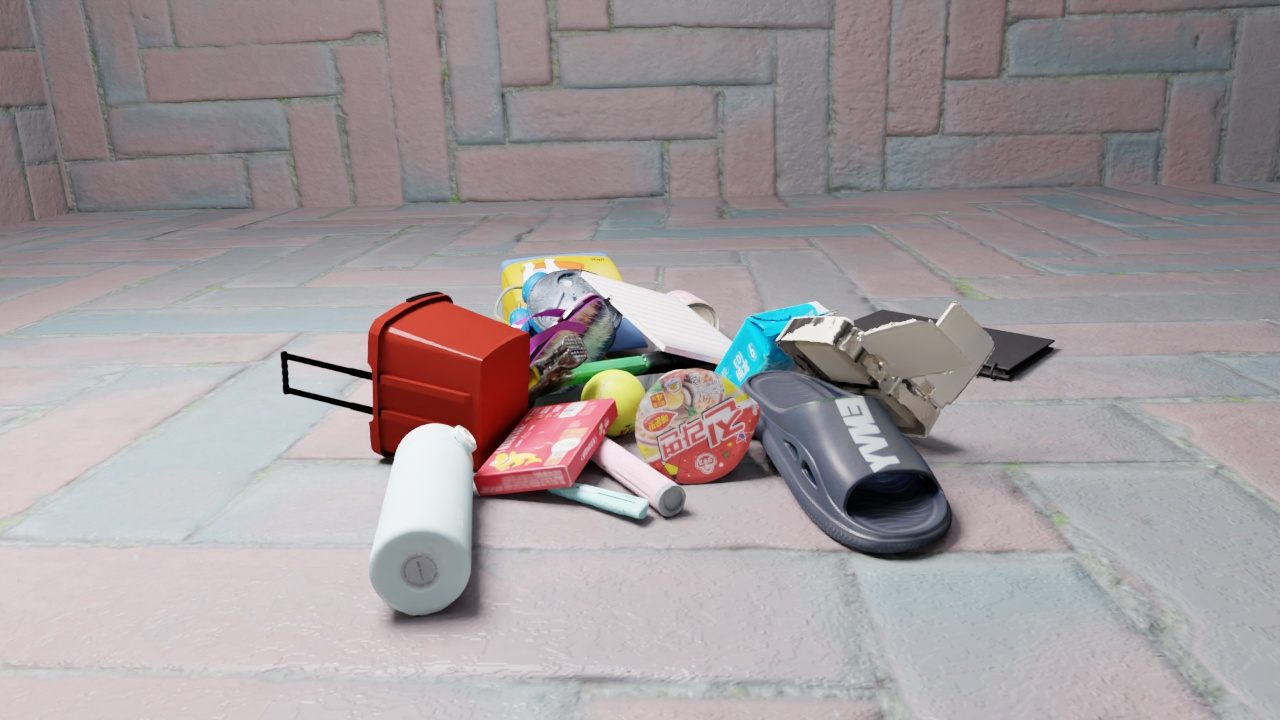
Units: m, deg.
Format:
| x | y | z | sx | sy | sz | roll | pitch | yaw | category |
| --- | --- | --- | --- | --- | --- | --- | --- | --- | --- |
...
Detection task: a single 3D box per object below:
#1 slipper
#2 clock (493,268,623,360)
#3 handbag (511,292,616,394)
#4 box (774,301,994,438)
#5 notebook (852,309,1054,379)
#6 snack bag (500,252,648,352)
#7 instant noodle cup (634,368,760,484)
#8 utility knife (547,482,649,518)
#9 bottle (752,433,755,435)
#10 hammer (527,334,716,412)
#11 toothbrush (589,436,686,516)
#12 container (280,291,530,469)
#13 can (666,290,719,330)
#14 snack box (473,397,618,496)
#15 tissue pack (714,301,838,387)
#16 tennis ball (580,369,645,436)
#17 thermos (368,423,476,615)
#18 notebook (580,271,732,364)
| x | y | z | sx | sy | sz | roll | pitch | yaw | category |
| --- | --- | --- | --- | --- | --- | --- | --- | --- | --- |
| 0.165 | 0.055 | 0.757 | 0.110 | 0.083 | 0.268 | -5 | 27 | -17 | slipper |
| -0.099 | -0.057 | 1.121 | 0.161 | 0.060 | 0.116 | 17 | 52 | 5 | clock |
| -0.095 | -0.018 | 0.955 | 0.068 | 0.145 | 0.169 | 43 | 10 | 11 | handbag |
| 0.231 | -0.008 | 0.817 | 0.187 | 0.145 | 0.100 | -14 | 41 | 54 | box |
| 0.370 | -0.024 | 1.145 | 0.232 | 0.019 | 0.168 | 15 | 22 | 38 | notebook |
| -0.093 | -0.059 | 1.214 | 0.159 | 0.102 | 0.205 | -7 | 31 | -16 | snack bag |
| 0.041 | 0.049 | 0.830 | 0.100 | 0.100 | 0.112 | -3 | 8 | -4 | instant noodle cup |
| -0.056 | 0.110 | 0.764 | 0.159 | 0.015 | 0.022 | 8 | 26 | 39 | utility knife |
| 0.092 | 0.047 | 0.903 | 0.041 | 0.042 | 0.142 | -17 | 22 | -42 | bottle |
| -0.006 | 0.006 | 0.999 | 0.317 | 0.032 | 0.131 | -9 | -24 | -49 | hammer |
| -0.027 | 0.086 | 0.815 | 0.026 | 0.027 | 0.223 | -34 | 27 | -18 | toothbrush |
| -0.215 | 0.014 | 0.866 | 0.201 | 0.148 | 0.126 | 14 | 24 | 20 | container |
| 0.060 | -0.053 | 1.207 | 0.067 | 0.067 | 0.076 | -7 | 18 | -16 | can |
| -0.080 | 0.074 | 0.812 | 0.089 | 0.021 | 0.132 | -8 | 21 | 21 | snack box |
| 0.137 | -0.004 | 0.934 | 0.092 | 0.145 | 0.061 | -9 | 62 | -23 | tissue pack |
| -0.026 | 0.042 | 0.895 | 0.065 | 0.065 | 0.065 | -2 | 16 | 0 | tennis ball |
| -0.158 | 0.107 | 0.685 | 0.078 | 0.065 | 0.206 | -42 | 18 | 4 | thermos |
| 0.034 | -0.045 | 1.051 | 0.142 | 0.009 | 0.210 | 13 | 19 | -34 | notebook |
